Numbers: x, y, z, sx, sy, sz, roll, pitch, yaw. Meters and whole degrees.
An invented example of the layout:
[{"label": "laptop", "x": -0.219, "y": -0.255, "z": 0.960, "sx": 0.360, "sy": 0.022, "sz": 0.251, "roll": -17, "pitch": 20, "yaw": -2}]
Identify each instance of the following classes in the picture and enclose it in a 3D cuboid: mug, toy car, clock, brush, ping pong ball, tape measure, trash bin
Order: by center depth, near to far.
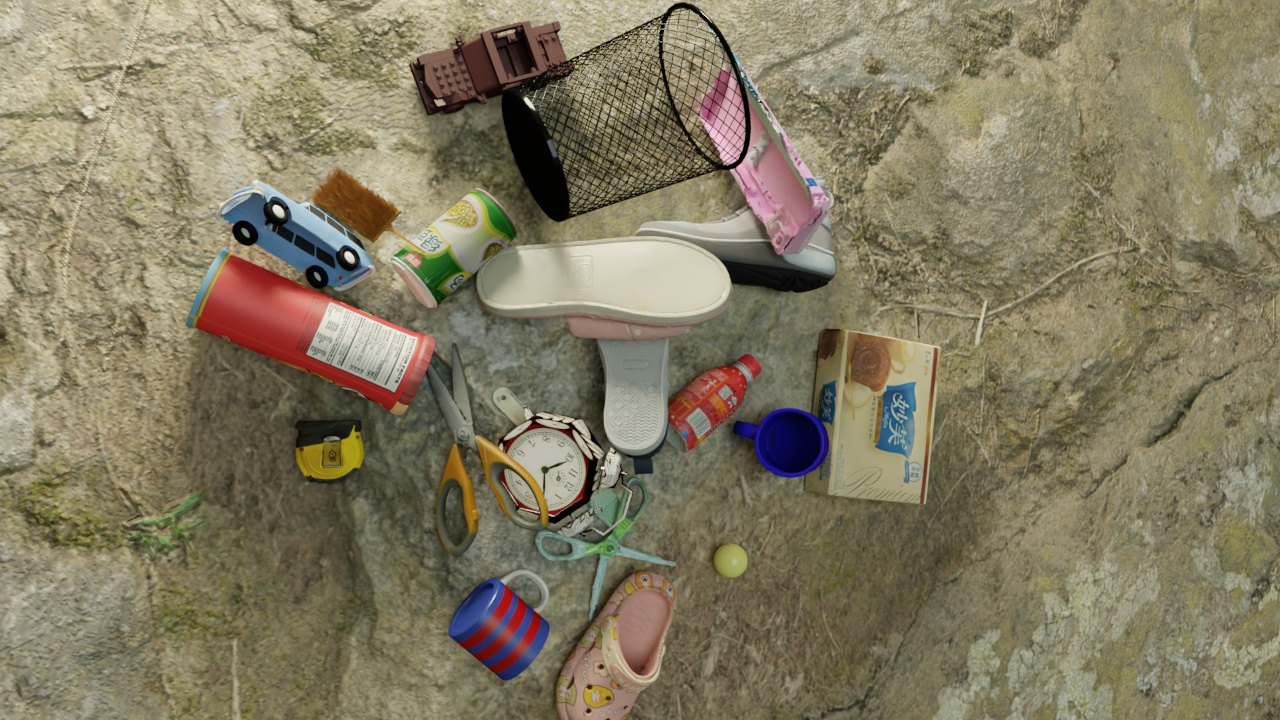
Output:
[{"label": "toy car", "x": -0.326, "y": -0.120, "z": 0.879, "sx": 0.153, "sy": 0.056, "sz": 0.054, "roll": 38, "pitch": 36, "yaw": -47}, {"label": "tape measure", "x": -0.310, "y": 0.091, "z": 0.918, "sx": 0.065, "sy": 0.037, "sz": 0.064, "roll": -1, "pitch": 89, "yaw": -23}, {"label": "brush", "x": -0.269, "y": -0.147, "z": 0.918, "sx": 0.126, "sy": 0.017, "sz": 0.048, "roll": 34, "pitch": 75, "yaw": 12}, {"label": "mug", "x": -0.141, "y": 0.269, "z": 0.974, "sx": 0.076, "sy": 0.075, "sz": 0.111, "roll": 45, "pitch": 47, "yaw": -16}, {"label": "trash bin", "x": -0.022, "y": -0.253, "z": 0.976, "sx": 0.210, "sy": 0.184, "sz": 0.184, "roll": -26, "pitch": 99, "yaw": -15}, {"label": "toy car", "x": -0.152, "y": -0.315, "z": 0.977, "sx": 0.169, "sy": 0.062, "sz": 0.070, "roll": -23, "pitch": 97, "yaw": -21}, {"label": "clock", "x": -0.079, "y": 0.123, "z": 0.979, "sx": 0.154, "sy": 0.065, "sz": 0.115, "roll": 34, "pitch": 98, "yaw": 6}, {"label": "brush", "x": -0.087, "y": 0.111, "z": 1.025, "sx": 0.033, "sy": 0.012, "sz": 0.217, "roll": -46, "pitch": 104, "yaw": -17}, {"label": "mug", "x": 0.164, "y": 0.093, "z": 1.085, "sx": 0.111, "sy": 0.083, "sz": 0.079, "roll": 15, "pitch": 89, "yaw": 16}, {"label": "ping pong ball", "x": 0.107, "y": 0.237, "z": 1.088, "sx": 0.040, "sy": 0.040, "sz": 0.040, "roll": 0, "pitch": 89, "yaw": -23}]

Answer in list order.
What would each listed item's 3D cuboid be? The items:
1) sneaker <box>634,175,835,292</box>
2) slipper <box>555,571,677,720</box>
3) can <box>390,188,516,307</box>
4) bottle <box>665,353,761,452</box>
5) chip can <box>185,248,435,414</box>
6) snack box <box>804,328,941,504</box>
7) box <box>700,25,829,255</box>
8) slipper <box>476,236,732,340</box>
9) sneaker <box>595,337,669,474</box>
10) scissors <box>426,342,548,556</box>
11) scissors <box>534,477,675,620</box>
[{"label": "sneaker", "x": 0.115, "y": -0.172, "z": 1.081, "sx": 0.256, "sy": 0.093, "sz": 0.160, "roll": 8, "pitch": 78, "yaw": -21}, {"label": "slipper", "x": -0.020, "y": 0.328, "z": 1.008, "sx": 0.093, "sy": 0.081, "sz": 0.197, "roll": 30, "pitch": 83, "yaw": -18}, {"label": "can", "x": -0.194, "y": -0.116, "z": 0.954, "sx": 0.120, "sy": 0.067, "sz": 0.067, "roll": -44, "pitch": 105, "yaw": -18}, {"label": "bottle", "x": 0.084, "y": 0.044, "z": 1.070, "sx": 0.137, "sy": 0.062, "sz": 0.062, "roll": -38, "pitch": 103, "yaw": -19}, {"label": "chip can", "x": -0.316, "y": -0.026, "z": 0.892, "sx": 0.213, "sy": 0.087, "sz": 0.087, "roll": 25, "pitch": 80, "yaw": -19}, {"label": "snack box", "x": 0.295, "y": 0.072, "z": 1.162, "sx": 0.153, "sy": 0.055, "sz": 0.207, "roll": 8, "pitch": 86, "yaw": -22}, {"label": "box", "x": 0.134, "y": -0.245, "z": 0.996, "sx": 0.061, "sy": 0.161, "sz": 0.230, "roll": -19, "pitch": 63, "yaw": -10}, {"label": "slipper", "x": -0.039, "y": -0.076, "z": 0.983, "sx": 0.274, "sy": 0.054, "sz": 0.114, "roll": 3, "pitch": 63, "yaw": 5}, {"label": "sneaker", "x": -0.006, "y": 0.006, "z": 1.023, "sx": 0.089, "sy": 0.087, "sz": 0.235, "roll": -5, "pitch": 69, "yaw": 6}, {"label": "scissors", "x": -0.166, "y": 0.092, "z": 0.953, "sx": 0.175, "sy": 0.016, "sz": 0.225, "roll": -3, "pitch": 91, "yaw": 20}, {"label": "scissors", "x": -0.037, "y": 0.211, "z": 1.035, "sx": 0.172, "sy": 0.021, "sz": 0.171, "roll": 17, "pitch": 90, "yaw": -24}]
